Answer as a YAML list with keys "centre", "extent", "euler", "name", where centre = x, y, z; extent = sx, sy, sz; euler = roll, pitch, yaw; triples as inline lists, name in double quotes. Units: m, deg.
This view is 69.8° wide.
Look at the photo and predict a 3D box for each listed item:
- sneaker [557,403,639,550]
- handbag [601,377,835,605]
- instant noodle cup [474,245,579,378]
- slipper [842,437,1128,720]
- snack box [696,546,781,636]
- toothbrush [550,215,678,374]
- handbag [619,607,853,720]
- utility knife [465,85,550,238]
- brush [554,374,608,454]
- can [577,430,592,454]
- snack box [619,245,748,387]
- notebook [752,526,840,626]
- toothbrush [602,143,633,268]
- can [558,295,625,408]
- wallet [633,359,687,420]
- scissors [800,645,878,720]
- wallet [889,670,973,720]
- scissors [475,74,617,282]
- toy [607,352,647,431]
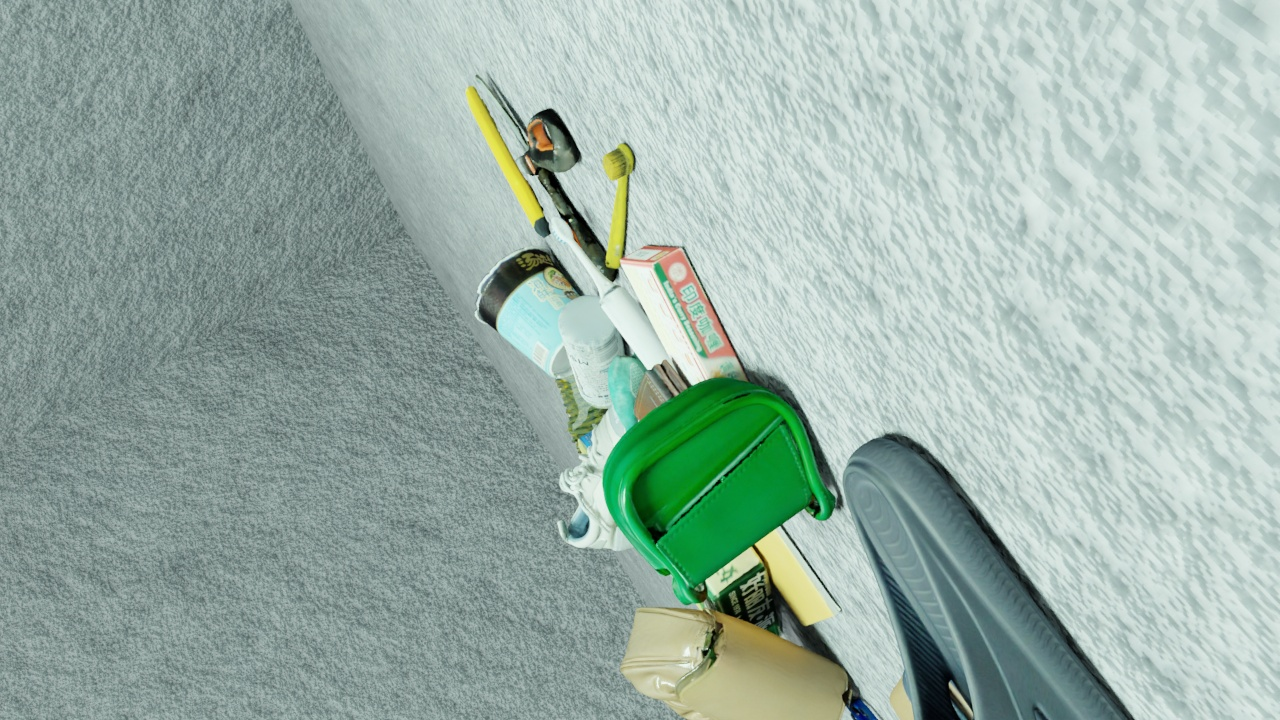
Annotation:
- centre: [-0.039, 0.110, 0.959]
  extent: [0.089, 0.090, 0.243]
  euler: [-105, 21, -48]
  name: "sneaker"
- centre: [0.048, 0.082, 0.590]
  extent: [0.120, 0.131, 0.068]
  euler: [58, 174, -14]
  name: "handbag"
- centre: [-0.103, -0.047, 1.006]
  extent: [0.120, 0.111, 0.111]
  euler: [44, 164, 23]
  name: "instant noodle cup"
- centre: [0.163, 0.167, 0.444]
  extent: [0.268, 0.083, 0.111]
  euler: [58, 171, 10]
  name: "slipper"
- centre: [0.084, 0.225, 0.958]
  extent: [0.114, 0.063, 0.240]
  euler: [52, 170, 32]
  name: "snack box"
- centre: [-0.007, -0.030, 0.751]
  extent: [0.221, 0.026, 0.026]
  euler: [53, 156, 5]
  name: "toothbrush"
- centre: [0.087, 0.299, 0.856]
  extent: [0.204, 0.099, 0.148]
  euler: [26, 150, -20]
  name: "handbag"
- centre: [-0.119, -0.180, 0.834]
  extent: [0.154, 0.015, 0.033]
  euler: [62, 166, 0]
  name: "utility knife"
- centre: [-0.066, 0.039, 1.123]
  extent: [0.073, 0.063, 0.145]
  euler: [-28, -79, -72]
  name: "brush"
- centre: [-0.018, 0.109, 1.064]
  extent: [0.057, 0.083, 0.102]
  euler: [50, 166, 41]
  name: "can"
- centre: [0.040, -0.007, 0.651]
  extent: [0.156, 0.027, 0.077]
  euler: [62, 169, -16]
  name: "snack box"
- centre: [0.102, 0.146, 0.831]
  extent: [0.206, 0.010, 0.146]
  euler: [55, 169, 17]
  name: "notebook"
- centre: [-0.019, -0.106, 0.675]
  extent: [0.015, 0.016, 0.190]
  euler: [57, 169, 11]
  name: "toothbrush"
- centre: [-0.045, -0.006, 0.943]
  extent: [0.058, 0.058, 0.147]
  euler: [53, 168, 26]
  name: "can"
- centre: [0.041, 0.065, 0.691]
  extent: [0.124, 0.032, 0.101]
  euler: [53, 166, 15]
  name: "wallet"
- centre: [0.198, 0.326, 0.886]
  extent: [0.171, 0.012, 0.140]
  euler: [52, 169, 35]
  name: "scissors"
- centre: [0.202, 0.247, 0.608]
  extent: [0.090, 0.033, 0.115]
  euler: [56, 170, 29]
  name: "wallet"
- centre: [-0.084, -0.162, 0.796]
  extent: [0.234, 0.021, 0.221]
  euler: [58, 169, 0]
  name: "scissors"
- centre: [-0.005, 0.005, 0.782]
  extent: [0.091, 0.030, 0.096]
  euler: [-44, -56, -58]
  name: "toy"
